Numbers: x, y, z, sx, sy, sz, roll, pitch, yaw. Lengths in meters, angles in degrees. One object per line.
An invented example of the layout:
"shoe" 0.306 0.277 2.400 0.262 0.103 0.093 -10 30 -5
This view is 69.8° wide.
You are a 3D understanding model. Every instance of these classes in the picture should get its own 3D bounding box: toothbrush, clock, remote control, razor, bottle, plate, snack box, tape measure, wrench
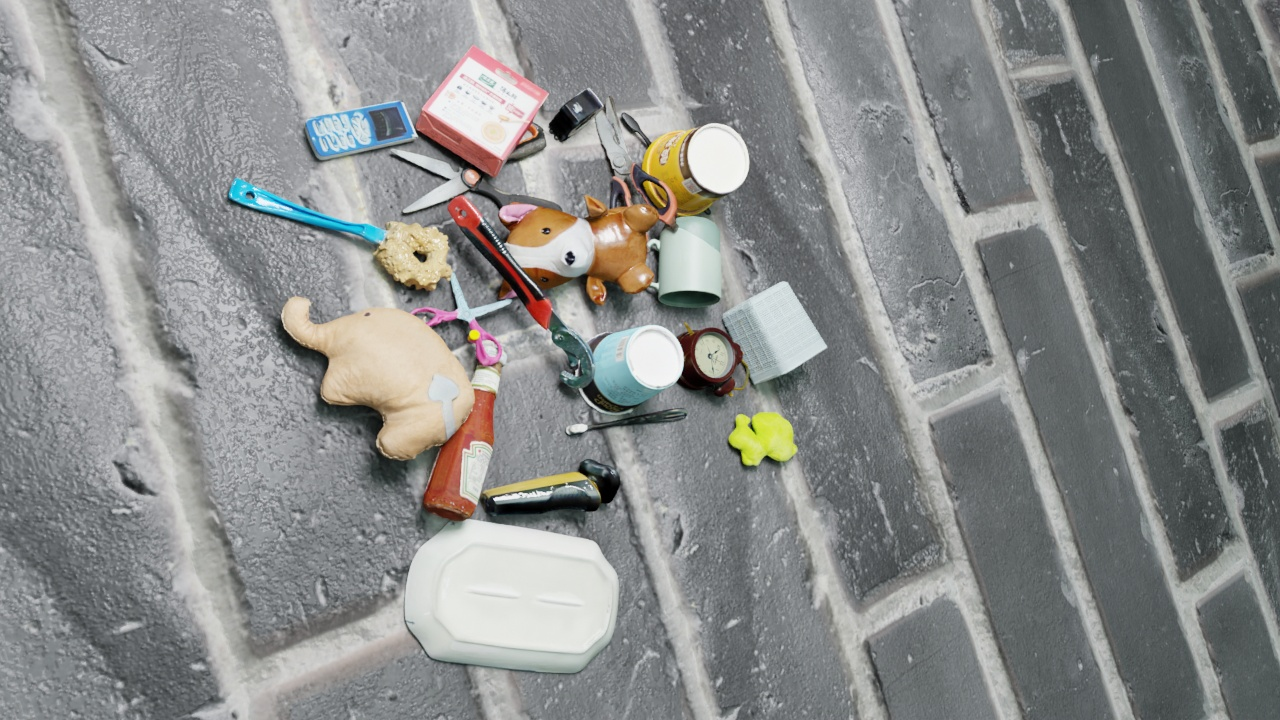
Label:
"toothbrush" -0.013 0.078 1.184 0.180 0.018 0.015 -6 80 -31
"clock" 0.095 0.002 1.236 0.122 0.055 0.082 28 67 -23
"remote control" -0.328 -0.270 1.078 0.124 0.024 0.049 -21 90 -30
"razor" -0.108 0.156 1.099 0.167 0.062 0.067 -6 52 -24
"bottle" -0.196 0.080 1.058 0.059 0.060 0.205 23 63 -23
"toothbrush" 0.036 -0.275 1.290 0.189 0.017 0.014 46 71 -16
"plate" -0.137 0.274 1.062 0.265 0.034 0.161 16 72 -25
"snack box" -0.194 -0.308 1.134 0.113 0.044 0.126 32 60 -8
"tape measure" -0.082 -0.324 1.201 0.065 0.066 0.033 -44 100 -27
"wrench" -0.138 -0.081 1.098 0.273 0.056 0.016 55 30 -12

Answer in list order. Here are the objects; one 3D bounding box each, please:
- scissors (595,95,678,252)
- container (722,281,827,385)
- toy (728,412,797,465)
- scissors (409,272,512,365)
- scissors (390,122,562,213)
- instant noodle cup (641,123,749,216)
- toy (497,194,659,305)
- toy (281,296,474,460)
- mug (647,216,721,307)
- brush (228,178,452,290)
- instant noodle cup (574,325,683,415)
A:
"scissors" -0.009 -0.256 1.226 0.015 0.199 0.205 9 100 -67
"container" 0.183 -0.040 1.275 0.090 0.090 0.111 -29 92 -31
"toy" 0.172 0.106 1.271 0.100 0.031 0.096 -39 97 -29
"scissors" -0.210 -0.050 1.085 0.134 0.017 0.133 -14 68 -25
"scissors" -0.189 -0.226 1.147 0.227 0.022 0.220 43 62 -15
"instant noodle cup" 0.078 -0.260 1.237 0.118 0.115 0.118 0 90 -25
"toy" -0.079 -0.135 1.135 0.199 0.130 0.140 -1 105 -16
"toy" -0.285 0.002 1.010 0.226 0.083 0.143 43 55 2
"mug" 0.052 -0.133 1.233 0.112 0.082 0.106 1 78 1
"brush" -0.334 -0.148 1.044 0.254 0.046 0.083 19 69 -20
"instant noodle cup" -0.007 0.007 1.140 0.111 0.121 0.111 6 76 -28
